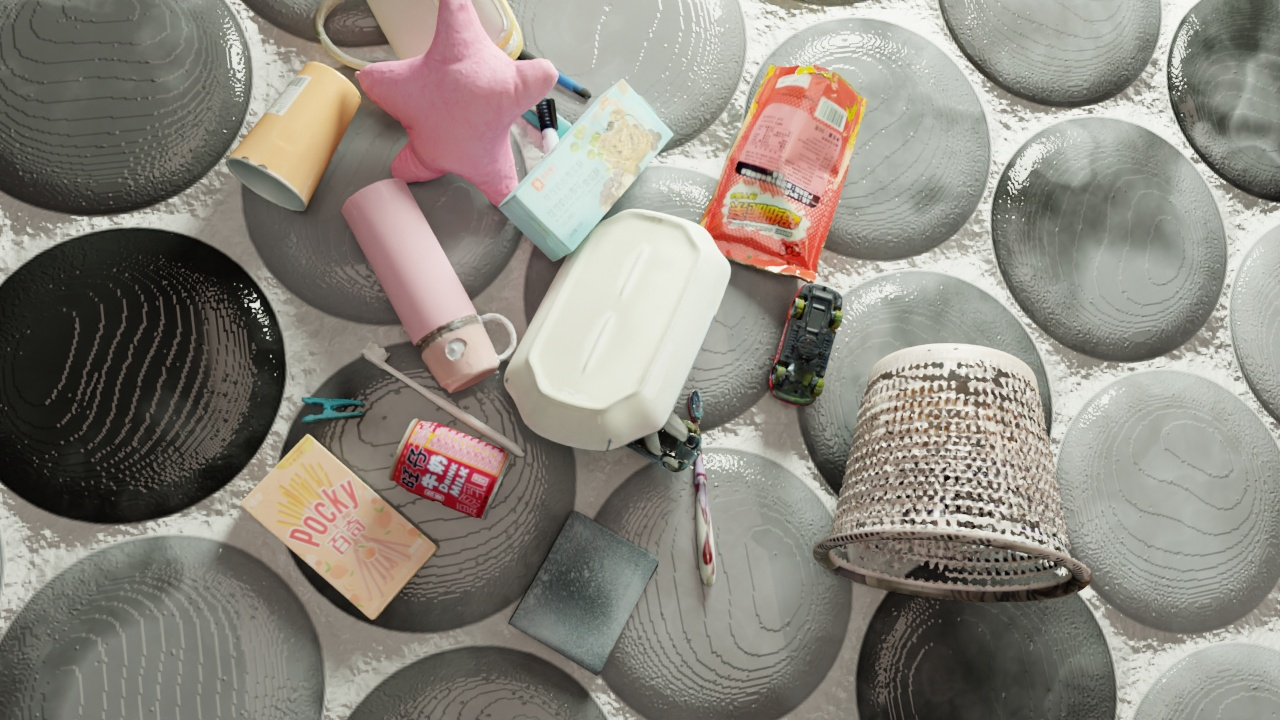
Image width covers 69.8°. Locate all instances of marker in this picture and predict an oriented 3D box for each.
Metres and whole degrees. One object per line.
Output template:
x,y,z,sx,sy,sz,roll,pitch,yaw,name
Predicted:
-0.082,-0.193,0.899,0.023,0.018,0.130,-13,89,34,marker

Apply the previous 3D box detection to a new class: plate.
-0.020,-0.043,0.837,0.162,0.034,0.265,17,62,16,plate

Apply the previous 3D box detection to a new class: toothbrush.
-0.131,-0.315,0.922,0.189,0.016,0.014,31,85,-3,toothbrush
-0.182,0.037,0.857,0.180,0.016,0.016,34,72,-1,toothbrush
0.060,0.120,0.877,0.016,0.017,0.187,-2,80,-11,toothbrush

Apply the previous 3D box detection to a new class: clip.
-0.283,0.044,0.842,0.057,0.015,0.048,0,79,-9,clip

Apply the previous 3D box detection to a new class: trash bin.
0.277,0.099,0.827,0.227,0.228,0.191,13,67,-6,trash bin

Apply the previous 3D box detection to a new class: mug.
-0.316,-0.211,0.850,0.078,0.078,0.122,26,73,-4,mug

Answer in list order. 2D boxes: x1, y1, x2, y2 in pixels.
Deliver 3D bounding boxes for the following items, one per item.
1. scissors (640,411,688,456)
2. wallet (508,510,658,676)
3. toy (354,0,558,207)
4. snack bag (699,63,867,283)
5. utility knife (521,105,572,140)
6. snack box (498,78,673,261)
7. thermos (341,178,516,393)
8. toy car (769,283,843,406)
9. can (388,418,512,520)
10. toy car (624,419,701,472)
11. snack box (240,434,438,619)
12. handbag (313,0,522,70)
0.000,0.005,0.867,0.177,0.019,0.169,39,70,18,scissors
-0.051,0.213,0.847,0.097,0.019,0.120,31,76,-4,wallet
-0.174,-0.241,0.839,0.178,0.195,0.074,17,36,-7,toy
0.146,-0.190,0.922,0.128,0.073,0.207,20,84,0,snack bag
-0.105,-0.252,0.916,0.209,0.013,0.029,38,80,-2,utility knife
-0.050,-0.181,0.873,0.074,0.052,0.174,44,68,-17,snack box
-0.191,-0.072,0.846,0.087,0.067,0.198,-30,85,-9,thermos
0.162,-0.014,0.901,0.053,0.045,0.120,18,85,-3,toy car
-0.170,0.096,0.822,0.094,0.066,0.066,23,78,-4,can
0.007,0.069,0.868,0.105,0.031,0.048,25,69,7,toy car
-0.268,0.148,0.820,0.157,0.026,0.084,41,77,-1,snack box
-0.223,-0.333,0.881,0.179,0.063,0.163,-29,89,3,handbag
